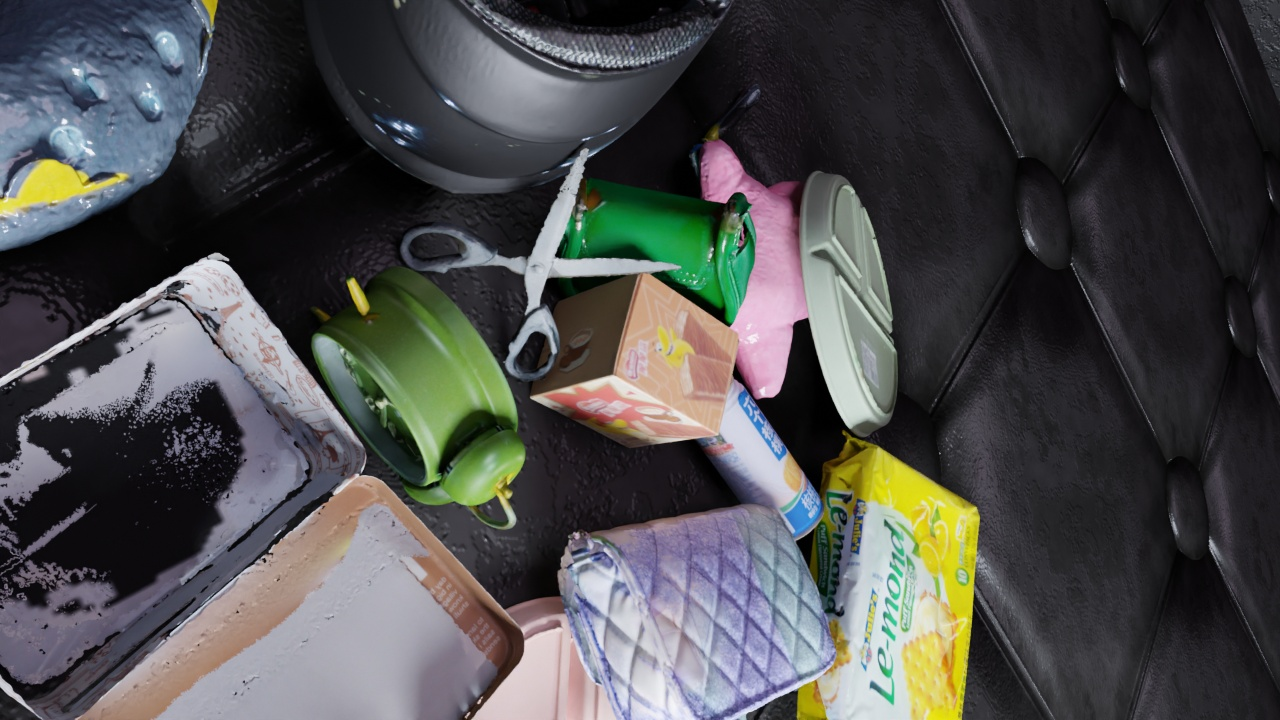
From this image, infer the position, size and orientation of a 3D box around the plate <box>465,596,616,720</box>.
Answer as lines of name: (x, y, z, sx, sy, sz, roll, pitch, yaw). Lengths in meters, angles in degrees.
plate: (-0.047, 0.263, 0.565, 0.229, 0.028, 0.229, 10, 74, -40)

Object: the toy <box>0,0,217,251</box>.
toy: (-0.289, -0.117, 0.402, 0.138, 0.092, 0.355, 46, 51, -8)

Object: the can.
can: (0.085, 0.075, 0.704, 0.134, 0.053, 0.053, 54, 52, -18)

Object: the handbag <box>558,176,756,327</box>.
handbag: (0.010, -0.074, 0.614, 0.120, 0.131, 0.067, 76, 26, -68)

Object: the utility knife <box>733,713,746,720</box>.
utility knife: (0.065, 0.316, 0.658, 0.029, 0.013, 0.192, 21, 67, -36)

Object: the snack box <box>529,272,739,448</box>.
snack box: (-0.004, 0.004, 0.617, 0.094, 0.093, 0.077, 31, 62, -33)

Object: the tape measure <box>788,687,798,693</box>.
tape measure: (0.111, 0.223, 0.711, 0.058, 0.025, 0.054, 43, 56, -26)

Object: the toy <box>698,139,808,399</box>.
toy: (0.099, -0.064, 0.736, 0.178, 0.075, 0.194, 20, 71, -38)

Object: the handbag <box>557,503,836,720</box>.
handbag: (0.041, 0.166, 0.605, 0.193, 0.076, 0.134, 4, 59, -51)

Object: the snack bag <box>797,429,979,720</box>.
snack bag: (0.195, 0.197, 0.731, 0.158, 0.068, 0.246, 29, 63, -33)

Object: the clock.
clock: (-0.117, 0.026, 0.502, 0.056, 0.116, 0.161, -38, 102, -28)

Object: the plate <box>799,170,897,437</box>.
plate: (0.182, -0.050, 0.778, 0.230, 0.028, 0.229, 33, 51, -56)

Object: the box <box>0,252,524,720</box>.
box: (-0.196, 0.106, 0.430, 0.177, 0.088, 0.262, -46, 110, -37)

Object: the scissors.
scissors: (-0.060, -0.051, 0.552, 0.014, 0.177, 0.159, -67, 152, -48)

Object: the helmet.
helmet: (-0.080, -0.234, 0.519, 0.233, 0.231, 0.274, 8, 52, -32)

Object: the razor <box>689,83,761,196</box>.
razor: (0.070, -0.195, 0.774, 0.142, 0.022, 0.043, -57, 143, -37)
